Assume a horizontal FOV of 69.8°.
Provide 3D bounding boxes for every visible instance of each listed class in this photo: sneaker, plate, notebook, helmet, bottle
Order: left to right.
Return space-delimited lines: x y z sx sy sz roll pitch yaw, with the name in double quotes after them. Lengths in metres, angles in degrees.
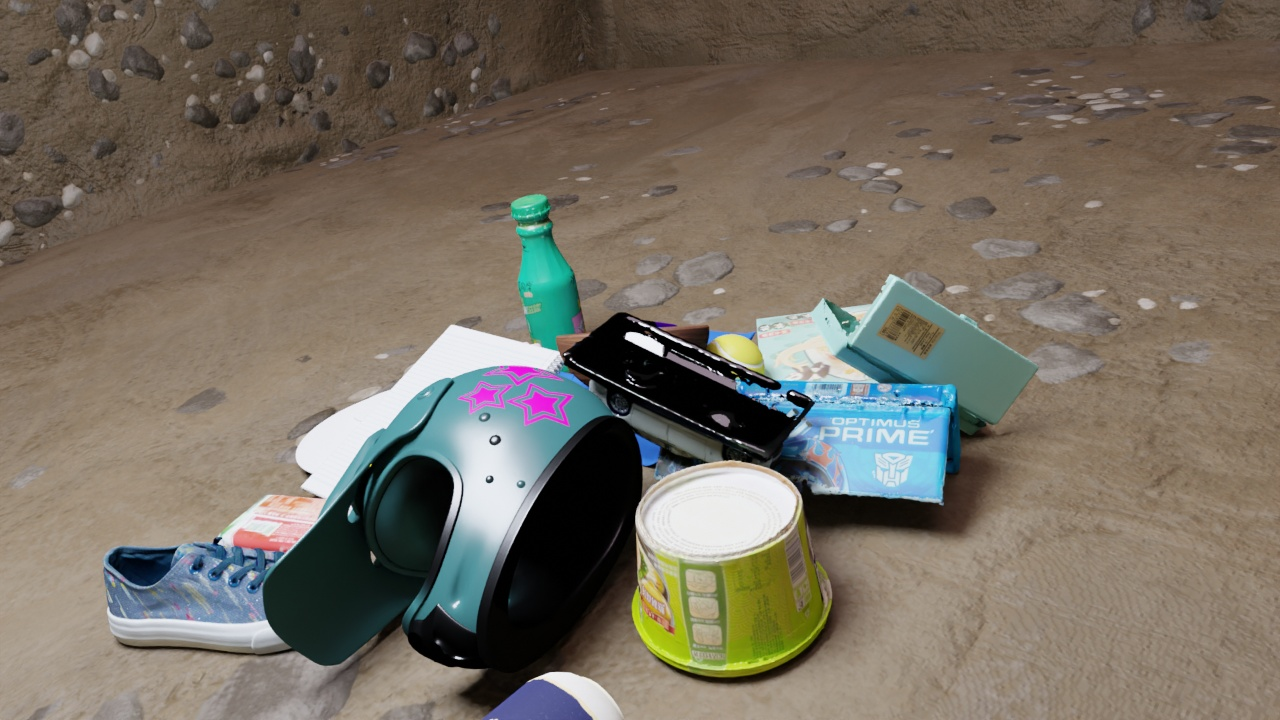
-0.340 0.184 0.754 0.236 0.079 0.087 -6 25 10 "sneaker"
-0.271 0.061 1.023 0.229 0.030 0.229 -9 21 3 "plate"
-0.206 0.061 0.936 0.178 0.013 0.244 14 53 34 "notebook"
-0.137 0.119 0.709 0.200 0.177 0.273 10 43 29 "helmet"
-0.109 -0.087 1.074 0.068 0.210 0.068 -8 25 4 "bottle"

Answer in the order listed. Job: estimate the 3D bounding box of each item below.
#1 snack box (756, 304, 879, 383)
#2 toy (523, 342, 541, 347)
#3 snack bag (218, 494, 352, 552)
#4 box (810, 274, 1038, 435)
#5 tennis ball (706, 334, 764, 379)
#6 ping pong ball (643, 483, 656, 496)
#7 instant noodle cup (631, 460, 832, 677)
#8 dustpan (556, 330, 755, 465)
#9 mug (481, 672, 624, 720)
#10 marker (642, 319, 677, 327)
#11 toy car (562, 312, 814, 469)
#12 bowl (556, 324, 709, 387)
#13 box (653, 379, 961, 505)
0.196 0.004 0.956 0.141 0.044 0.193 -8 27 9 "snack box"
-0.159 0.013 1.018 0.109 0.041 0.095 -17 32 22 "toy"
-0.321 0.159 0.850 0.116 0.036 0.076 0 27 23 "snack bag"
0.251 -0.014 0.794 0.188 0.093 0.077 27 28 -26 "box"
0.090 0.007 0.906 0.065 0.065 0.065 -9 25 4 "tennis ball"
0.021 0.123 0.782 0.040 0.040 0.040 -9 25 4 "ping pong ball"
0.060 0.142 0.660 0.146 0.098 0.146 -9 25 4 "instant noodle cup"
-0.036 0.018 1.005 0.258 0.060 0.244 13 33 23 "dustpan"
-0.062 0.238 0.546 0.089 0.085 0.112 -30 -4 -40 "mug"
0.004 -0.040 1.092 0.018 0.015 0.133 -28 -19 32 "marker"
0.035 0.038 0.755 0.192 0.071 0.093 24 40 22 "toy car"
-0.005 0.005 0.883 0.147 0.069 0.147 -4 3 0 "bowl"
0.141 0.083 0.786 0.244 0.094 0.115 1 48 24 "box"
